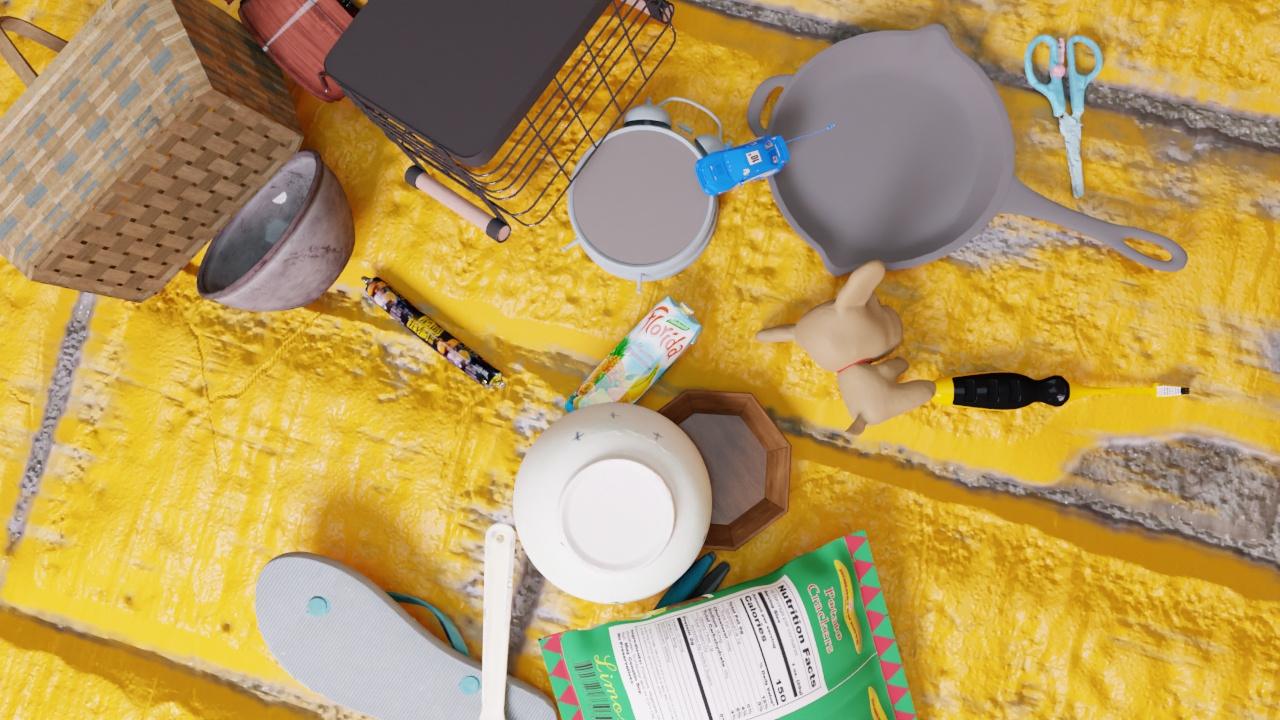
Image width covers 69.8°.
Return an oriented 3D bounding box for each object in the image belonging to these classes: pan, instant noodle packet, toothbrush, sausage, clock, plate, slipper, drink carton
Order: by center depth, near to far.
[{"bbox_3d":[0.074,0.256,0.676,0.252,0.090,0.195,-17,94,-7],"label":"instant noodle packet"},{"bbox_3d":[0.321,0.024,0.709,0.197,0.031,0.031,0,89,2],"label":"toothbrush"},{"bbox_3d":[0.254,-0.143,0.730,0.354,0.024,0.216,23,88,8],"label":"pan"},{"bbox_3d":[0.057,0.086,0.732,0.131,0.025,0.131,-1,85,6],"label":"plate"},{"bbox_3d":[-0.004,0.004,0.738,0.044,0.038,0.129,43,91,8],"label":"drink carton"},{"bbox_3d":[-0.190,0.245,0.740,0.269,0.054,0.098,34,92,-3],"label":"slipper"},{"bbox_3d":[0.008,-0.139,0.746,0.122,0.045,0.159,30,90,7],"label":"clock"},{"bbox_3d":[-0.275,-0.284,0.753,0.072,0.120,0.157,-40,91,9],"label":"clock"},{"bbox_3d":[-0.175,-0.023,0.769,0.155,0.020,0.020,37,90,8],"label":"sausage"}]

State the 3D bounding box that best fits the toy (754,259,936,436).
[{"bbox_3d":[0.165,-0.003,0.698,0.105,0.134,0.108,-20,80,-39],"label":"toy"}]

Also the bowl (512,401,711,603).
[{"bbox_3d":[-0.019,0.108,0.675,0.153,0.073,0.153,0,89,-3],"label":"bowl"}]

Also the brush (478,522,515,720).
[{"bbox_3d":[-0.112,0.232,0.710,0.033,0.012,0.217,3,95,-4],"label":"brush"}]

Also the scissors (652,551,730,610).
[{"bbox_3d":[0.013,0.204,0.715,0.019,0.129,0.138,40,131,44],"label":"scissors"}]

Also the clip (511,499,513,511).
[{"bbox_3d":[-0.074,0.117,0.739,0.047,0.053,0.039,-11,84,-25],"label":"clip"}]

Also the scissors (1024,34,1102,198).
[{"bbox_3d":[0.346,-0.195,0.735,0.063,0.015,0.138,-8,91,1],"label":"scissors"}]

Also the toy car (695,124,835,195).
[{"bbox_3d":[0.094,-0.158,0.700,0.091,0.062,0.033,-22,92,-20],"label":"toy car"}]

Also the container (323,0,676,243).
[{"bbox_3d":[-0.098,-0.234,0.703,0.163,0.130,0.241,34,85,21],"label":"container"}]

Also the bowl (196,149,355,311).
[{"bbox_3d":[-0.284,-0.093,0.745,0.145,0.067,0.144,-24,45,27],"label":"bowl"}]

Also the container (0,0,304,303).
[{"bbox_3d":[-0.415,-0.188,0.730,0.250,0.157,0.186,-41,74,9],"label":"container"}]

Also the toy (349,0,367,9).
[{"bbox_3d":[-0.198,-0.376,0.738,0.199,0.162,0.203,-15,77,43],"label":"toy"}]
